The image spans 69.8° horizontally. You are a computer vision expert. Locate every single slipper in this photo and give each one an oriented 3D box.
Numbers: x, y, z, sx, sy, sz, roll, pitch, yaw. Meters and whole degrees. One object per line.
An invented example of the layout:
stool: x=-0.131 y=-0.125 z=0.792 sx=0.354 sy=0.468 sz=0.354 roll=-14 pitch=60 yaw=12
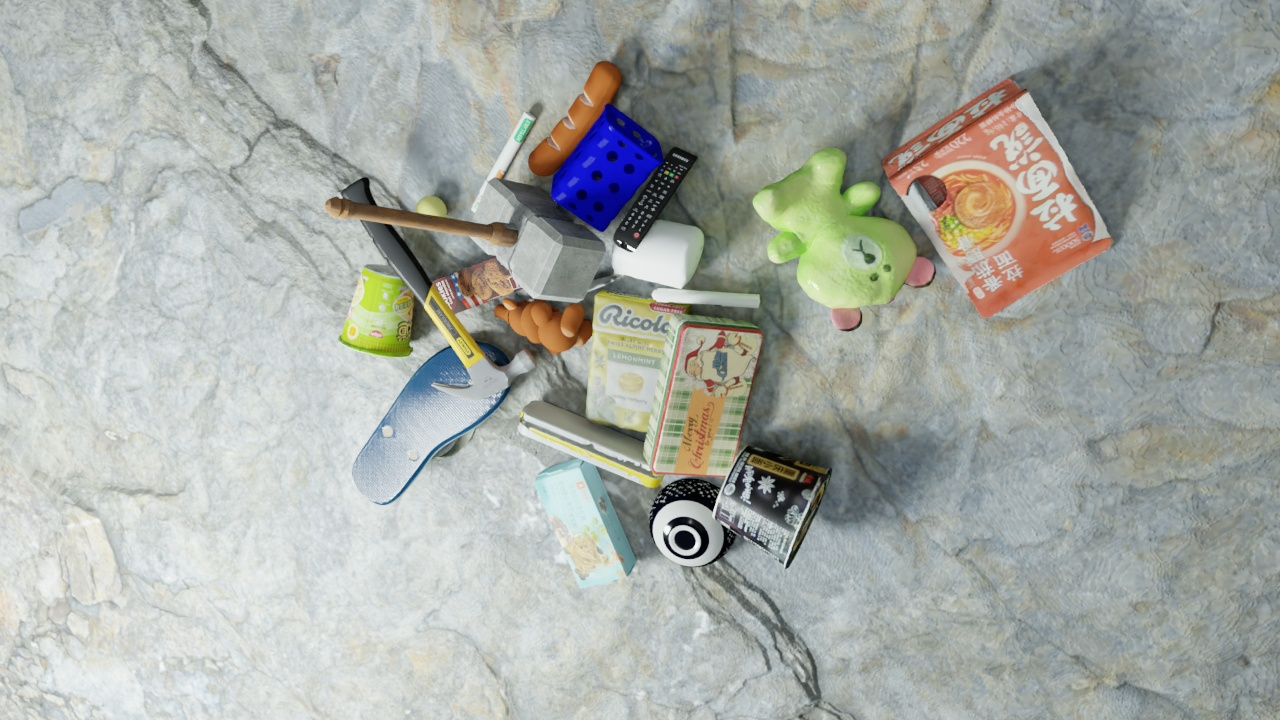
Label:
slipper: x=-0.289 y=0.082 z=1.275 sx=0.118 sy=0.060 sz=0.295 roll=45 pitch=102 yaw=2

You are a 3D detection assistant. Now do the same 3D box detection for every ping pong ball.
ping pong ball: x=-0.273 y=-0.195 z=1.198 sx=0.040 sy=0.040 sz=0.040 roll=4 pitch=107 yaw=14

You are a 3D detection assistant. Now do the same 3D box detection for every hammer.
hammer: x=-0.206 y=-0.150 z=1.027 sx=0.163 sy=0.317 sz=0.083 roll=43 pitch=116 yaw=34
hammer: x=-0.277 y=-0.089 z=1.182 sx=0.127 sy=0.029 sz=0.323 roll=-35 pitch=98 yaw=0

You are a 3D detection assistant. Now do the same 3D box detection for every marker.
marker: x=-0.176 y=-0.250 z=1.167 sx=0.017 sy=0.017 sz=0.146 roll=36 pitch=112 yaw=3
marker: x=0.081 y=-0.078 z=1.132 sx=0.133 sy=0.020 sz=0.017 roll=4 pitch=75 yaw=3

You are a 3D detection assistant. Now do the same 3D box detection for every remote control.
remote control: x=0.018 y=-0.193 z=1.087 sx=0.033 sy=0.015 sz=0.146 roll=29 pitch=77 yaw=17

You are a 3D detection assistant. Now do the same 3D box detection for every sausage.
sausage: x=-0.078 y=-0.289 z=1.115 sx=0.044 sy=0.039 sz=0.165 roll=28 pitch=116 yaw=-31

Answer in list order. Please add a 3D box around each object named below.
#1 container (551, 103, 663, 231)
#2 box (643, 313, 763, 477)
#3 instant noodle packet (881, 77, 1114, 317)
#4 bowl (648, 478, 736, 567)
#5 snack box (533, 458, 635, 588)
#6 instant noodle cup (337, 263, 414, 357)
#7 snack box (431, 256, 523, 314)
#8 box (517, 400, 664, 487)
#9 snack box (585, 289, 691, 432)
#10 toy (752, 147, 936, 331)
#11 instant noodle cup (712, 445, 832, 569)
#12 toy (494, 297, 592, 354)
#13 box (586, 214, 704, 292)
container: x=-0.042 y=-0.228 z=1.092 sx=0.084 sy=0.085 sz=0.114 roll=33 pitch=116 yaw=-21
box: x=0.078 y=0.046 z=1.144 sx=0.117 sy=0.051 sz=0.206 roll=7 pitch=110 yaw=-16
instant noodle packet: x=0.398 y=-0.172 z=1.020 sx=0.165 sy=0.083 sz=0.221 roll=-33 pitch=107 yaw=21
bowl: x=0.065 y=0.224 z=1.215 sx=0.120 sy=0.066 sz=0.120 roll=4 pitch=107 yaw=14
snack box: x=-0.075 y=0.222 z=1.261 sx=0.075 sy=0.053 sz=0.175 roll=-19 pitch=101 yaw=19
instant noodle cup: x=-0.347 y=-0.069 z=1.233 sx=0.099 sy=0.098 sz=0.108 roll=16 pitch=102 yaw=10
snack box: x=-0.216 y=-0.100 z=1.215 sx=0.141 sy=0.031 sz=0.051 roll=-18 pitch=101 yaw=20
box: x=-0.061 y=0.106 z=1.216 sx=0.210 sy=0.064 sz=0.037 roll=21 pitch=115 yaw=9
snack box: x=-0.007 y=0.007 z=1.181 sx=0.121 sy=0.045 sz=0.181 roll=11 pitch=109 yaw=12
toy: x=0.223 y=-0.139 z=1.051 sx=0.150 sy=0.107 sz=0.197 roll=-35 pitch=105 yaw=-1
instant noodle cup: x=0.160 y=0.174 z=1.144 sx=0.112 sy=0.137 sz=0.137 roll=24 pitch=111 yaw=16
toy: x=-0.129 y=-0.052 z=1.194 sx=0.128 sy=0.065 sz=0.095 roll=20 pitch=152 yaw=25
box: x=-0.007 y=-0.118 z=1.128 sx=0.156 sy=0.084 sz=0.126 roll=16 pitch=116 yaw=12
